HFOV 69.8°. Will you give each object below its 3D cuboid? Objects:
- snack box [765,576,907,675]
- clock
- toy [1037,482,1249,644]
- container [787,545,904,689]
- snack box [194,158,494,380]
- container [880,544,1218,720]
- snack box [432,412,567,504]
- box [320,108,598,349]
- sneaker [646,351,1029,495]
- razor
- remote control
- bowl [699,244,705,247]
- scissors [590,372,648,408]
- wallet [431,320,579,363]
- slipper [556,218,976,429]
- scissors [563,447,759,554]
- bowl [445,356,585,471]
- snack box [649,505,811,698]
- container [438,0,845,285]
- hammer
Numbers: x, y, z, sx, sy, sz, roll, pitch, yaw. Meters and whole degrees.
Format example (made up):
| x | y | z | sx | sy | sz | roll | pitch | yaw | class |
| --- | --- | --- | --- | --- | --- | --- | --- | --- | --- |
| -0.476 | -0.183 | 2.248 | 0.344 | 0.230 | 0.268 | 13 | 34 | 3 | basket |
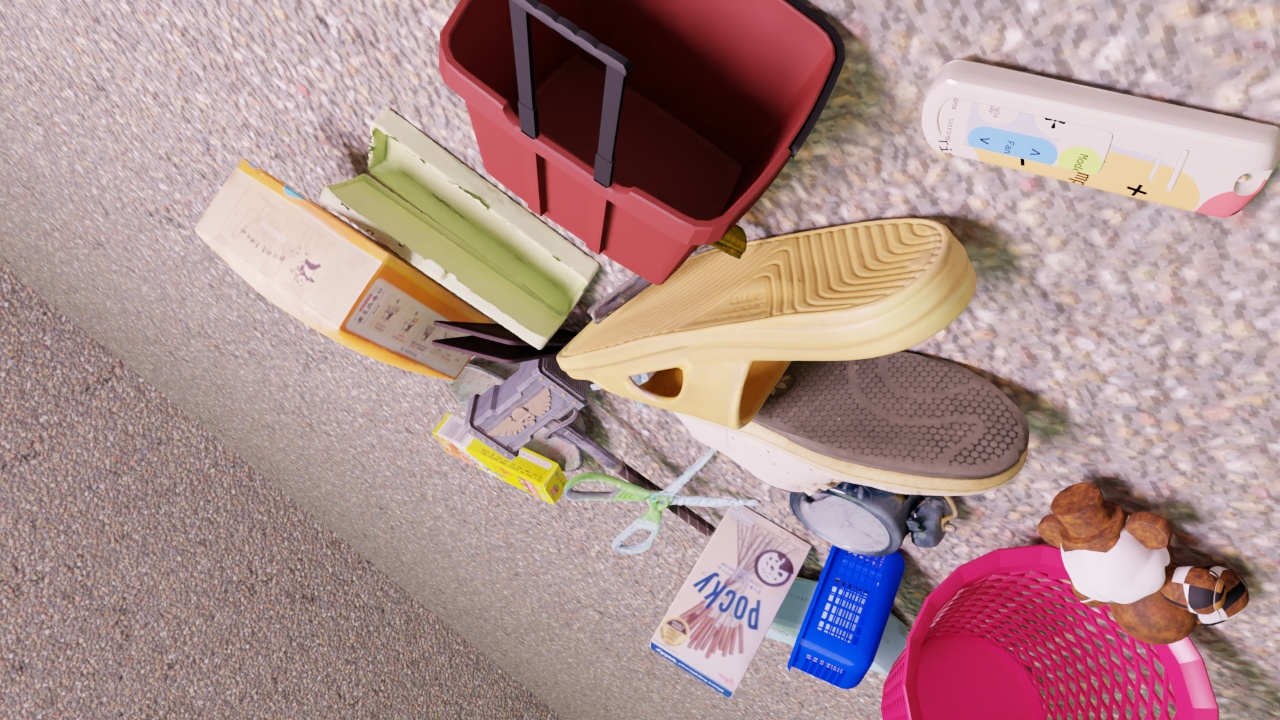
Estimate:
| x | y | z | sx | sy | sz | roll | pitch | yaw | class |
| --- | --- | --- | --- | --- | --- | --- | --- | --- | --- |
| 0.157 | 0.242 | 0.871 | 0.175 | 0.053 | 0.075 | 2 | 147 | 49 | snack box |
| 0.159 | 0.092 | 0.630 | 0.090 | 0.052 | 0.130 | 45 | 148 | -20 | clock |
| 0.278 | 0.115 | 0.521 | 0.112 | 0.067 | 0.087 | 52 | 151 | -12 | toy |
| 0.166 | 0.200 | 0.733 | 0.058 | 0.114 | 0.096 | 21 | 151 | 15 | container |
| -0.223 | -0.056 | 0.711 | 0.145 | 0.080 | 0.195 | 33 | 177 | 17 | snack box |
| 0.257 | 0.248 | 0.656 | 0.183 | 0.182 | 0.226 | 28 | 161 | 14 | container |
| -0.142 | 0.098 | 0.926 | 0.148 | 0.028 | 0.040 | 21 | 151 | 27 | snack box |
| -0.124 | -0.091 | 0.658 | 0.188 | 0.089 | 0.078 | 34 | 174 | -2 | box |
| 0.113 | 0.048 | 0.563 | 0.242 | 0.088 | 0.102 | 16 | 142 | 40 | sneaker |
| 0.007 | -0.050 | 0.520 | 0.042 | 0.026 | 0.106 | 17 | 141 | -42 | razor |
| 0.172 | -0.086 | 0.353 | 0.126 | 0.018 | 0.038 | 21 | 151 | 23 | remote control |
| -0.011 | -0.091 | 0.533 | 0.110 | 0.040 | 0.110 | 28 | 153 | 15 | bowl |
| -0.006 | 0.003 | 0.682 | 0.136 | 0.015 | 0.125 | -18 | 137 | 42 | scissors |
| -0.089 | -0.016 | 0.700 | 0.092 | 0.018 | 0.115 | 13 | -169 | 37 | wallet |
| 0.064 | -0.014 | 0.509 | 0.264 | 0.099 | 0.078 | -7 | 127 | 48 | slipper |
| 0.018 | 0.124 | 0.807 | 0.171 | 0.023 | 0.169 | 6 | 128 | -1 | scissors |
| -0.112 | 0.043 | 0.879 | 0.157 | 0.038 | 0.158 | 28 | 153 | 15 | bowl |
| 0.079 | 0.204 | 0.798 | 0.082 | 0.149 | 0.026 | 28 | 152 | 13 | snack box |
| -0.001 | -0.120 | 0.375 | 0.148 | 0.126 | 0.201 | 34 | 164 | 1 | container |
| -0.001 | 0.108 | 0.824 | 0.099 | 0.044 | 0.322 | -37 | 121 | 26 | hammer |
